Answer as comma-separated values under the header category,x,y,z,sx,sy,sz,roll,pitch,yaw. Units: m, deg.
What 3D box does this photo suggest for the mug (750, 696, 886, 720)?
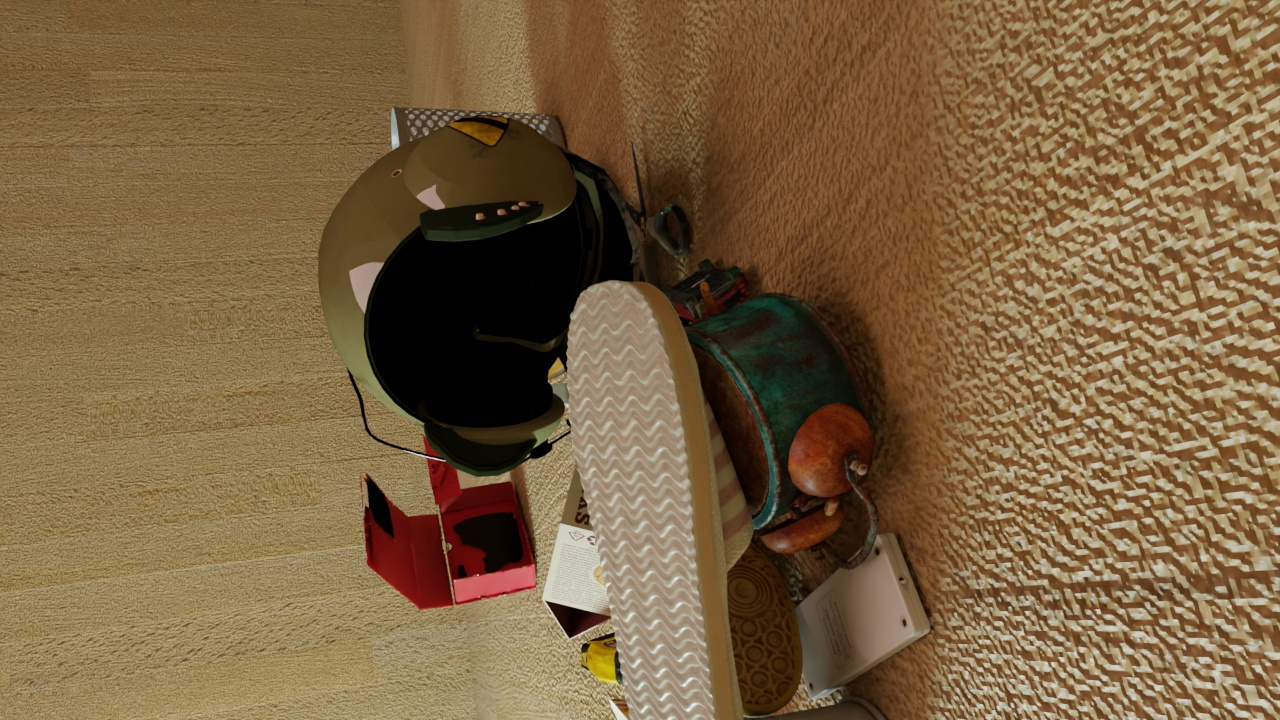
category,x,y,z,sx,sy,sz,roll,pitch,yaw
mug,0.093,0.240,0.486,0.084,0.070,0.113,-139,48,-66

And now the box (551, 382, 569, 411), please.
category,x,y,z,sx,sy,sz,roll,pitch,yaw
box,-0.085,0.059,0.915,0.122,0.078,0.197,51,173,-3

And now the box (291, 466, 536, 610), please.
category,x,y,z,sx,sy,sz,roll,pitch,yaw
box,-0.359,0.281,1.440,0.124,0.377,0.211,-66,28,26

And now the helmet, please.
category,x,y,z,sx,sy,sz,roll,pitch,yaw
helmet,-0.101,-0.061,0.672,0.233,0.255,0.251,-128,37,-53

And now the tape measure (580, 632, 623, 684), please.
category,x,y,z,sx,sy,sz,roll,pitch,yaw
tape measure,-0.013,0.272,0.837,0.064,0.065,0.037,-1,95,51

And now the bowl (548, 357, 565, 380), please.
category,x,y,z,sx,sy,sz,roll,pitch,yaw
bowl,-0.082,-0.088,0.891,0.189,0.060,0.219,-18,76,40

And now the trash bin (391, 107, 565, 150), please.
category,x,y,z,sx,sy,sz,roll,pitch,yaw
trash bin,-0.187,-0.212,1.063,0.157,0.183,0.156,175,91,-73

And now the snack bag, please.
category,x,y,z,sx,sy,sz,roll,pitch,yaw
snack bag,-0.042,0.170,0.840,0.207,0.070,0.094,106,178,-49

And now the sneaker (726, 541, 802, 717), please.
category,x,y,z,sx,sy,sz,roll,pitch,yaw
sneaker,0.030,0.145,0.613,0.238,0.086,0.122,-110,18,-44

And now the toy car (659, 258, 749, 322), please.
category,x,y,z,sx,sy,sz,roll,pitch,yaw
toy car,0.043,-0.042,0.612,0.036,0.042,0.091,58,173,-10

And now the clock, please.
category,x,y,z,sx,sy,sz,roll,pitch,yaw
clock,0.076,0.037,0.486,0.157,0.073,0.121,53,152,33

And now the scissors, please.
category,x,y,z,sx,sy,sz,roll,pitch,yaw
scissors,0.008,-0.099,0.759,0.170,0.012,0.158,-139,47,-65

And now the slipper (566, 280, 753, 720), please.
category,x,y,z,sx,sy,sz,roll,pitch,yaw
slipper,0.014,0.087,0.488,0.115,0.052,0.263,-11,87,55

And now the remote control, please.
category,x,y,z,sx,sy,sz,roll,pitch,yaw
remote control,0.112,0.141,0.493,0.136,0.011,0.050,111,149,-55

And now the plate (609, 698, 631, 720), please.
category,x,y,z,sx,sy,sz,roll,pitch,yaw
plate,0.034,0.341,0.684,0.187,0.016,0.187,62,166,4
